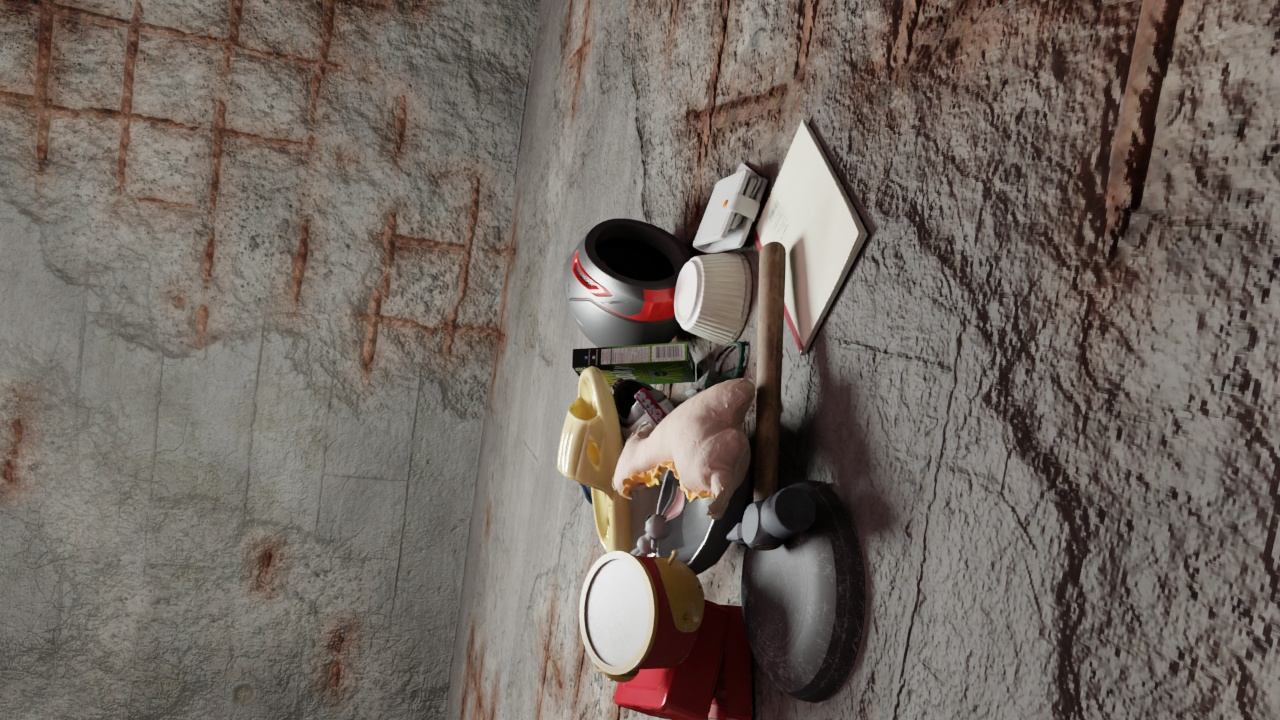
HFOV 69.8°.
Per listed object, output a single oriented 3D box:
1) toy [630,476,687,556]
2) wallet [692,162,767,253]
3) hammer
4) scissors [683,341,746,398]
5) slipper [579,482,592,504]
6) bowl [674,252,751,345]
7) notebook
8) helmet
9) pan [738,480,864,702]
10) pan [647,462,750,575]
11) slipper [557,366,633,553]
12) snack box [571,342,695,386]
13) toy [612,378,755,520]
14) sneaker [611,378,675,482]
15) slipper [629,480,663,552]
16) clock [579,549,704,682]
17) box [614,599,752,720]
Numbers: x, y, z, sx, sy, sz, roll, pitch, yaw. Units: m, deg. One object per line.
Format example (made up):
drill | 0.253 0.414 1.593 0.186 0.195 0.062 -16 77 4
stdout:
toy | 0.019 0.181 0.996 0.112 0.030 0.049 -58 15 9
wallet | 0.111 -0.190 1.097 0.115 0.037 0.118 -69 15 -4
hammer | 0.126 0.025 0.900 0.130 0.040 0.321 128 151 -62
scissors | 0.085 0.067 1.132 0.210 0.015 0.142 133 139 -63
slipper | -0.075 0.157 1.368 0.266 0.083 0.108 88 173 -64
bowl | 0.083 -0.078 1.111 0.115 0.062 0.115 -174 91 -73
notebook | 0.167 -0.130 0.945 0.208 0.012 0.153 -101 23 -46
helmet | -0.020 -0.094 1.283 0.264 0.164 0.170 -119 27 -47
pan | 0.121 0.195 0.932 0.357 0.040 0.208 -142 60 -69
pan | 0.034 0.205 1.055 0.178 0.041 0.358 -88 22 -44
slipper | -0.066 0.136 1.168 0.111 0.079 0.261 -144 44 -69
snack box | -0.007 0.007 1.191 0.080 0.148 0.025 62 -153 -66
toy | 0.030 0.110 0.944 0.265 0.065 0.195 -40 24 50
sneaker | -0.003 0.071 1.196 0.129 0.096 0.263 56 170 -16
slipper | -0.015 0.226 1.294 0.247 0.074 0.112 105 162 -51
clock | -0.004 0.264 0.936 0.159 0.081 0.117 -45 48 34
box | 0.046 0.327 1.005 0.158 0.112 0.134 135 143 -64
